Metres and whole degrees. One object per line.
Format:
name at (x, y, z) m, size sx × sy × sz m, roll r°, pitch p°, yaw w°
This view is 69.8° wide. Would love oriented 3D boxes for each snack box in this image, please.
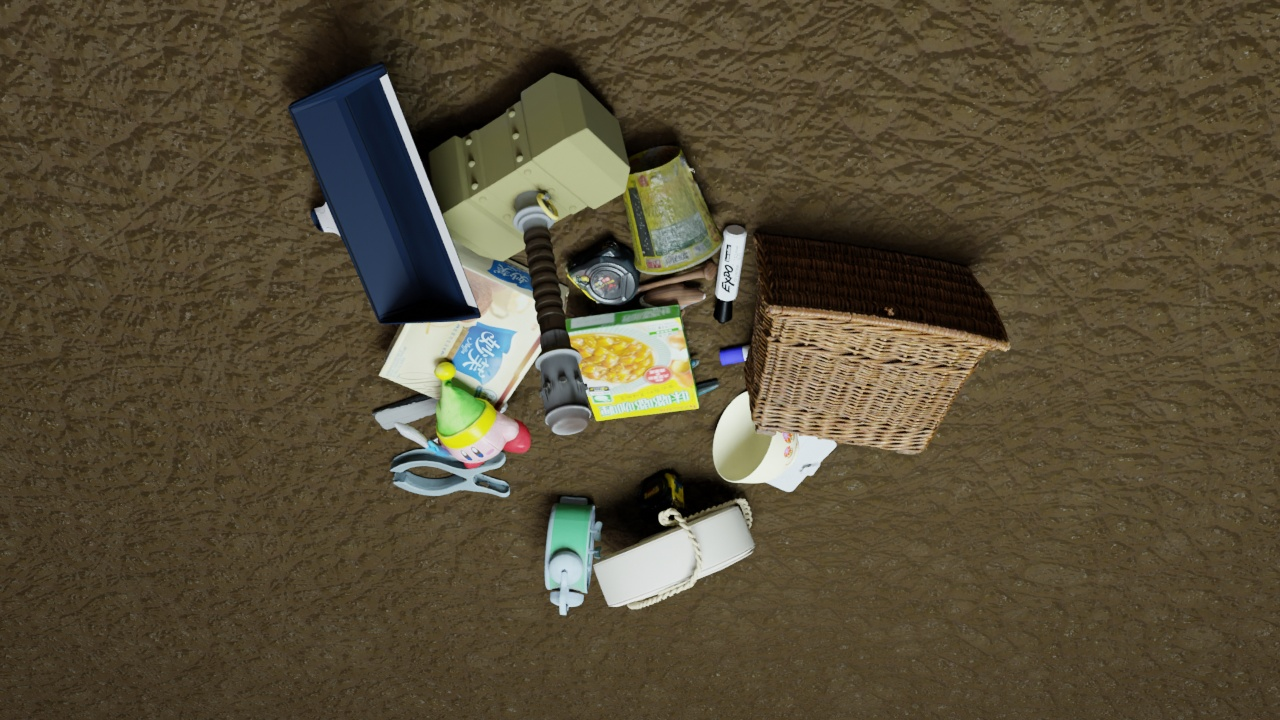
snack box at (-0.006, 0.006, 1.083) m, size 0.132 × 0.027 × 0.168 m, roll -7°, pitch 139°, yaw 7°
snack box at (-0.198, -0.033, 1.083) m, size 0.153 × 0.055 × 0.208 m, roll 25°, pitch 128°, yaw -18°

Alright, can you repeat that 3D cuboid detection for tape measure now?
tape measure at (0.028, 0.187, 1.256) m, size 0.067 × 0.062 × 0.038 m, roll -33°, pitch 121°, yaw 25°
tape measure at (-0.036, -0.097, 1.029) m, size 0.072 × 0.042 × 0.072 m, roll -27°, pitch 120°, yaw 23°

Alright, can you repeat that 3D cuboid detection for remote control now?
remote control at (-0.285, 0.060, 1.197) m, size 0.137 × 0.013 × 0.033 m, roll -17°, pitch 127°, yaw 19°

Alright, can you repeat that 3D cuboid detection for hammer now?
hammer at (-0.091, -0.083, 0.849) m, size 0.191 × 0.324 × 0.100 m, roll -26°, pitch 149°, yaw 23°

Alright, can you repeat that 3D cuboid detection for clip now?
clip at (-0.262, 0.168, 1.281) m, size 0.163 × 0.027 × 0.108 m, roll 0°, pitch 132°, yaw 4°

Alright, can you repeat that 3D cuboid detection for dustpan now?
dustpan at (-0.271, -0.149, 0.908) m, size 0.080 × 0.273 × 0.236 m, roll -25°, pitch 109°, yaw -20°

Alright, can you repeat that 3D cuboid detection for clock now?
clock at (-0.094, 0.276, 1.275) m, size 0.075 × 0.161 × 0.122 m, roll 4°, pitch 131°, yaw 1°

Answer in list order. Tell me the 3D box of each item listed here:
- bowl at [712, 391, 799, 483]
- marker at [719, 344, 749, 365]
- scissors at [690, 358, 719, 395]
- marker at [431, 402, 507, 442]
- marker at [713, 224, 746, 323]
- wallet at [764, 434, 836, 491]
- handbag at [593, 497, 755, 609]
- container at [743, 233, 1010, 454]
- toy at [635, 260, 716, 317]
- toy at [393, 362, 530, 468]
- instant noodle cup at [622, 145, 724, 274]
bowl at (0.156, 0.104, 1.151) m, size 0.074 × 0.117 × 0.118 m, roll 21°, pitch 129°, yaw -28°
marker at (0.167, -0.016, 1.103) m, size 0.142 × 0.020 × 0.020 m, roll -11°, pitch 129°, yaw 12°
scissors at (0.030, 0.036, 1.155) m, size 0.122 × 0.019 × 0.149 m, roll 14°, pitch 135°, yaw -14°
marker at (-0.227, 0.085, 1.212) m, size 0.134 × 0.017 × 0.020 m, roll -31°, pitch 121°, yaw 26°
marker at (0.099, -0.094, 1.034) m, size 0.025 × 0.025 × 0.126 m, roll 4°, pitch 131°, yaw 0°
wallet at (0.197, 0.126, 1.215) m, size 0.086 × 0.032 × 0.116 m, roll 20°, pitch 129°, yaw -11°
handbag at (0.044, 0.259, 1.251) m, size 0.211 × 0.103 × 0.208 m, roll -27°, pitch 169°, yaw 23°
container at (0.232, -0.009, 0.999) m, size 0.250 × 0.162 × 0.184 m, roll 8°, pitch 124°, yaw -3°
toy at (0.040, -0.075, 1.046) m, size 0.102 × 0.041 × 0.055 m, roll -13°, pitch 107°, yaw 24°
toy at (-0.213, 0.071, 1.100) m, size 0.124 × 0.096 × 0.131 m, roll -15°, pitch 149°, yaw 24°
instant noodle cup at (0.024, -0.158, 0.945) m, size 0.102 × 0.102 × 0.108 m, roll -12°, pitch 120°, yaw 13°
